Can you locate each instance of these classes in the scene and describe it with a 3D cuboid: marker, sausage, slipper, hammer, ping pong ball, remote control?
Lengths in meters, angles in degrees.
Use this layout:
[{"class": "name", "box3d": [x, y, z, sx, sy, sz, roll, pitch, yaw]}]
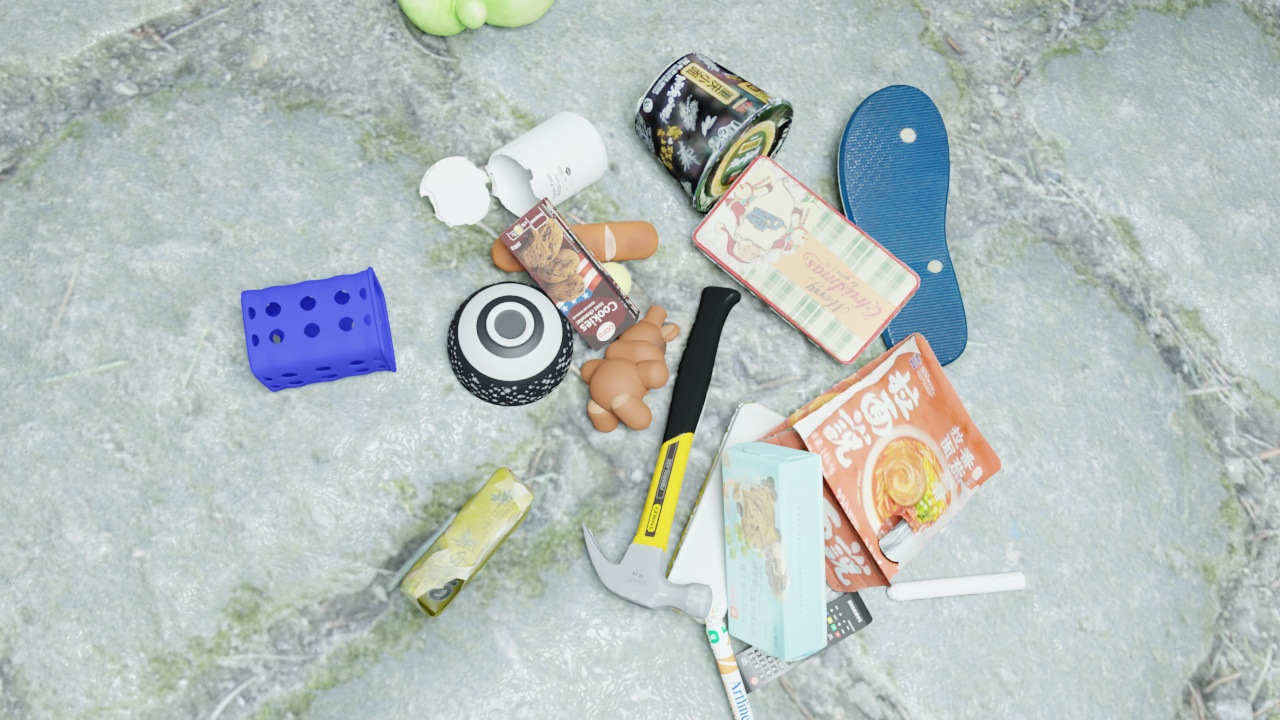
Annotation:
[{"class": "marker", "box3d": [0.078, 0.273, 0.794, 0.017, 0.017, 0.145, -18, 90, -12]}, {"class": "sausage", "box3d": [-0.064, -0.113, 0.904, 0.164, 0.044, 0.039, -7, 108, -9]}, {"class": "slipper", "box3d": [0.267, -0.134, 0.947, 0.118, 0.060, 0.295, -9, 87, -4]}, {"class": "hammer", "box3d": [0.036, 0.069, 0.852, 0.127, 0.029, 0.322, 6, 63, 21]}, {"class": "ping pong ball", "box3d": [-0.029, -0.076, 0.898, 0.040, 0.040, 0.040, 2, 72, -7]}, {"class": "marker", "box3d": [0.295, 0.211, 0.857, 0.133, 0.020, 0.017, -3, 63, -8]}, {"class": "remote control", "box3d": [0.144, 0.253, 0.828, 0.146, 0.015, 0.033, -25, 77, -14]}]

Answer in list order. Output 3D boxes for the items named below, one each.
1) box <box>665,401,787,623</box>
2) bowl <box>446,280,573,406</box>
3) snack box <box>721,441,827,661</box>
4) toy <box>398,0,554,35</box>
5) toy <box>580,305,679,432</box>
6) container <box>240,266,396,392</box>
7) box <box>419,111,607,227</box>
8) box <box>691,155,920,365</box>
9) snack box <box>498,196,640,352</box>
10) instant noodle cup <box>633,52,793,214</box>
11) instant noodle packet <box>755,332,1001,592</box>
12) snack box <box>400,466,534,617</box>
[{"class": "box", "box3d": [0.082, 0.138, 0.846, 0.064, 0.037, 0.209, 26, 70, -2]}, {"class": "bowl", "box3d": [-0.121, -0.023, 0.856, 0.120, 0.066, 0.120, 2, 72, -7]}, {"class": "snack box", "box3d": [0.114, 0.160, 0.785, 0.053, 0.075, 0.175, -7, 98, -33]}, {"class": "toy", "box3d": [-0.163, -0.400, 0.960, 0.196, 0.107, 0.150, -9, 50, -19]}, {"class": "toy", "box3d": [-0.005, 0.005, 0.869, 0.095, 0.065, 0.127, 1, 47, 35]}, {"class": "container", "box3d": [-0.288, -0.026, 0.828, 0.113, 0.084, 0.085, -11, 75, -9]}, {"class": "box", "box3d": [-0.123, -0.182, 0.901, 0.126, 0.084, 0.155, 20, 47, 36]}, {"class": "box", "box3d": [0.161, -0.098, 0.903, 0.205, 0.051, 0.118, 41, 98, 5]}, {"class": "snack box", "box3d": [-0.065, -0.080, 0.860, 0.051, 0.031, 0.141, -36, 102, 16]}, {"class": "instant noodle cup", "box3d": [0.067, -0.234, 0.921, 0.137, 0.137, 0.112, -40, 73, -17]}, {"class": "instant noodle packet", "box3d": [0.235, 0.088, 0.863, 0.220, 0.084, 0.164, -30, 89, -30]}, {"class": "snack box", "box3d": [-0.141, 0.148, 0.739, 0.045, 0.181, 0.121, 41, 73, 2]}]
